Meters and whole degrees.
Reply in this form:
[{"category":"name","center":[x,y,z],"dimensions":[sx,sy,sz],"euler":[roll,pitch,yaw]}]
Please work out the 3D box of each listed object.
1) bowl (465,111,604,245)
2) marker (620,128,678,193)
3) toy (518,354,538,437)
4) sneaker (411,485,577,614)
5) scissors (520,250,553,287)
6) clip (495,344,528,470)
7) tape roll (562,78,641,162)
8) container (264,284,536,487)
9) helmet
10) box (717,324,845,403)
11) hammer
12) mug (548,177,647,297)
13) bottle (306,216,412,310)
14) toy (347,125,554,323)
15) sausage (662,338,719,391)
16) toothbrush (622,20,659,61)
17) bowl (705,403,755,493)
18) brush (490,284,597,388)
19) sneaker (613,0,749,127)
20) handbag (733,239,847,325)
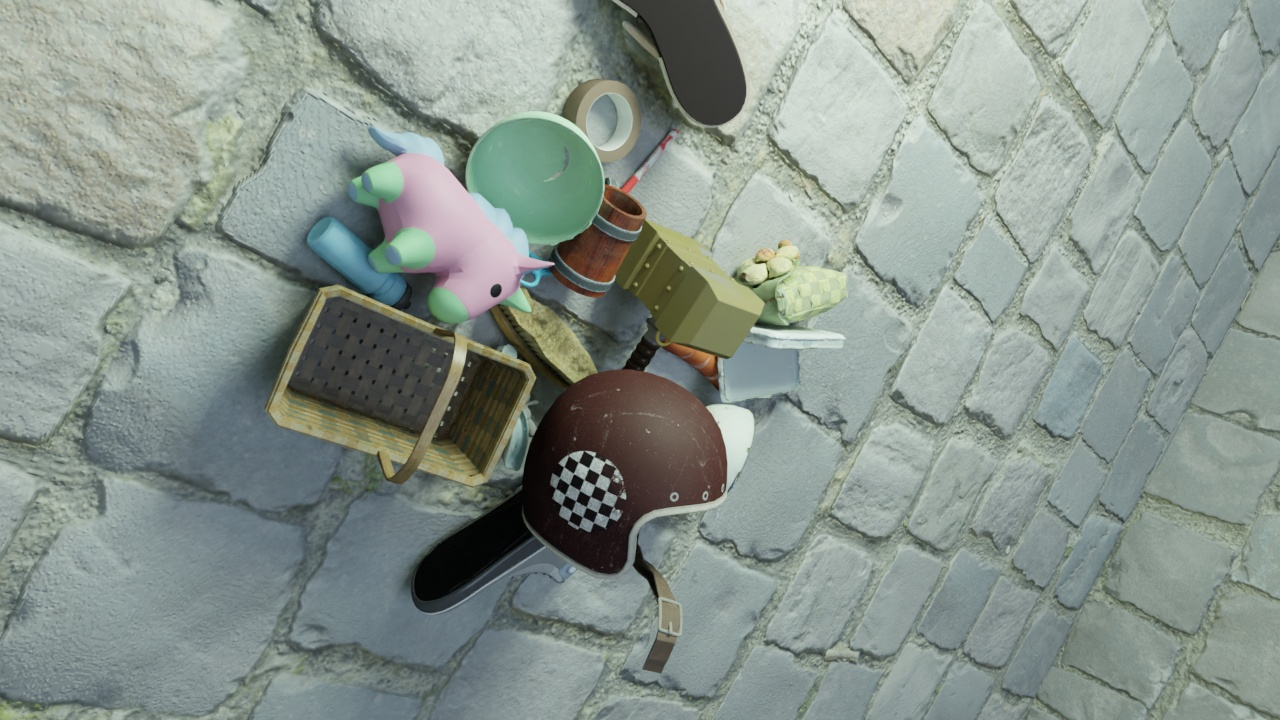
[{"category":"bowl","center":[-0.112,-0.210,1.011],"dimensions":[0.151,0.076,0.151],"euler":[1,127,1]},{"category":"marker","center":[0.002,-0.238,1.153],"dimensions":[0.142,0.013,0.013],"euler":[-51,131,-11]},{"category":"toy","center":[-0.151,0.044,1.135],"dimensions":[0.049,0.030,0.112],"euler":[-18,106,-32]},{"category":"sneaker","center":[-0.163,0.265,1.187],"dimensions":[0.256,0.093,0.160],"euler":[-36,135,-21]},{"category":"scissors","center":[-0.107,-0.113,1.105],"dimensions":[0.136,0.055,0.015],"euler":[-6,155,-44]},{"category":"clip","center":[-0.194,0.077,1.080],"dimensions":[0.165,0.168,0.031],"euler":[-31,139,28]},{"category":"tape roll","center":[-0.045,-0.283,1.084],"dimensions":[0.093,0.030,0.094],"euler":[-15,117,-33]},{"category":"container","center":[-0.235,0.032,0.936],"dimensions":[0.249,0.186,0.157],"euler":[24,92,-32]},{"category":"helmet","center":[-0.017,0.140,1.026],"dimensions":[0.233,0.234,0.254],"euler":[-42,155,-75]},{"category":"box","center":[0.212,-0.005,1.328],"dimensions":[0.210,0.106,0.130],"euler":[-9,99,-48]},{"category":"hammer","center":[-0.007,0.007,1.168],"dimensions":[0.100,0.190,0.325],"euler":[15,115,-41]},{"category":"mug","center":[-0.051,-0.152,1.088],"dimensions":[0.081,0.117,0.111],"euler":[20,122,-25]},{"category":"bottle","center":[-0.288,-0.095,0.961],"dimensions":[0.040,0.040,0.130],"euler":[-52,131,-10]},{"category":"toy","center":[-0.200,-0.141,0.957],"dimensions":[0.170,0.120,0.222],"euler":[-20,98,-37]},{"category":"sausage","center":[0.085,-0.003,1.296],"dimensions":[0.164,0.039,0.044],"euler":[36,59,-42]},{"category":"toothbrush","center":[0.039,-0.364,1.129],"dimensions":[0.181,0.016,0.018],"euler":[28,82,-42]},{"category":"bowl","center":[0.092,0.125,1.296],"dimensions":[0.073,0.153,0.153],"euler":[27,90,-13]},{"category":"brush","center":[-0.117,-0.028,1.112],"dimensions":[0.195,0.043,0.059],"euler":[51,57,-34]},{"category":"sneaker","center":[0.038,-0.419,1.065],"dimensions":[0.112,0.116,0.294],"euler":[-30,115,17]},{"category":"handbag","center":[0.209,-0.114,1.314],"dimensions":[0.186,0.113,0.117],"euler":[-14,102,-38]}]
